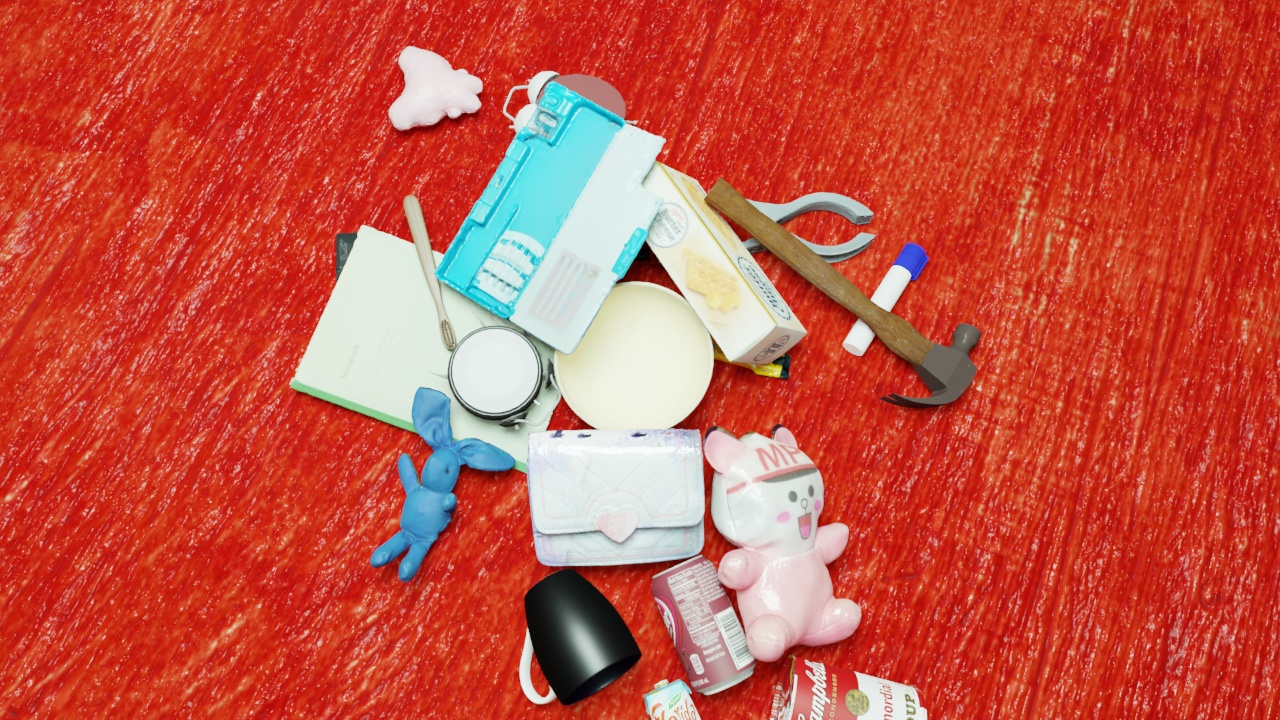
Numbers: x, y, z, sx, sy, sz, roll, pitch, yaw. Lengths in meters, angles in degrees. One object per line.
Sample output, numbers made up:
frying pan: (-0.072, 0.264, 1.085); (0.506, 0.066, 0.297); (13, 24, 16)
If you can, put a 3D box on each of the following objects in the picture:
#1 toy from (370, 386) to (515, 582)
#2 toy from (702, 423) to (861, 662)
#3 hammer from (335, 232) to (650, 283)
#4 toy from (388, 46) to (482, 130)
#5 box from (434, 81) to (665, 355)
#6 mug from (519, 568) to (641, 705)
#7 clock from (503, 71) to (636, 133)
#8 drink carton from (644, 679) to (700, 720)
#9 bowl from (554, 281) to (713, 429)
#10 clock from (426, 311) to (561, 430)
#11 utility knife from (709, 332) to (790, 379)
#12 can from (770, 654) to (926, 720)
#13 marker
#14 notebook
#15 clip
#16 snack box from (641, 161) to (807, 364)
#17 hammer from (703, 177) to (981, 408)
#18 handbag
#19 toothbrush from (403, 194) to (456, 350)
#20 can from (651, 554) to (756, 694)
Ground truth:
toy: (-0.190, 0.123, 0.865); (0.113, 0.071, 0.176); (18, 71, 5)
toy: (0.123, 0.162, 0.851); (0.141, 0.084, 0.213); (-4, 74, -33)
hammer: (-0.152, -0.095, 0.956); (0.325, 0.015, 0.095); (-4, 75, -4)
toy: (-0.217, -0.290, 0.987); (0.096, 0.053, 0.099); (6, 74, -3)
box: (-0.073, -0.136, 0.891); (0.185, 0.056, 0.227); (31, 90, 20)
mug: (-0.071, 0.255, 0.835); (0.119, 0.084, 0.100); (-43, 65, 18)
clock: (-0.075, -0.258, 0.973); (0.137, 0.048, 0.096); (15, 58, -1)
drink carton: (0.044, 0.352, 0.826); (0.044, 0.039, 0.129); (-22, 77, -8)
bowl: (-0.005, 0.005, 0.898); (0.151, 0.075, 0.150); (0, 78, 2)
clock: (-0.136, 0.016, 0.894); (0.123, 0.044, 0.091); (36, 79, 1)
utility knife: (0.076, -0.013, 0.941); (0.163, 0.017, 0.030); (14, 65, 5)
can: (0.182, 0.319, 0.815); (0.116, 0.087, 0.086); (14, 74, 2)
marker: (0.256, -0.063, 0.956); (0.027, 0.023, 0.133); (39, 76, -14)
notebook: (-0.197, -0.013, 0.923); (0.252, 0.010, 0.181); (20, 79, 0)
clip: (0.165, -0.156, 0.977); (0.163, 0.028, 0.107); (-3, 73, -4)
snack box: (0.070, -0.094, 0.902); (0.058, 0.104, 0.208); (-40, 72, 20)
hammer: (0.197, -0.071, 0.916); (0.323, 0.033, 0.115); (38, 74, -3)
handbag: (-0.022, 0.123, 0.839); (0.158, 0.069, 0.127); (-2, 117, -1)
toothbrush: (-0.211, -0.090, 0.922); (0.016, 0.016, 0.166); (-16, 80, -7)
can: (0.057, 0.242, 0.843); (0.063, 0.063, 0.114); (-23, 77, -8)
